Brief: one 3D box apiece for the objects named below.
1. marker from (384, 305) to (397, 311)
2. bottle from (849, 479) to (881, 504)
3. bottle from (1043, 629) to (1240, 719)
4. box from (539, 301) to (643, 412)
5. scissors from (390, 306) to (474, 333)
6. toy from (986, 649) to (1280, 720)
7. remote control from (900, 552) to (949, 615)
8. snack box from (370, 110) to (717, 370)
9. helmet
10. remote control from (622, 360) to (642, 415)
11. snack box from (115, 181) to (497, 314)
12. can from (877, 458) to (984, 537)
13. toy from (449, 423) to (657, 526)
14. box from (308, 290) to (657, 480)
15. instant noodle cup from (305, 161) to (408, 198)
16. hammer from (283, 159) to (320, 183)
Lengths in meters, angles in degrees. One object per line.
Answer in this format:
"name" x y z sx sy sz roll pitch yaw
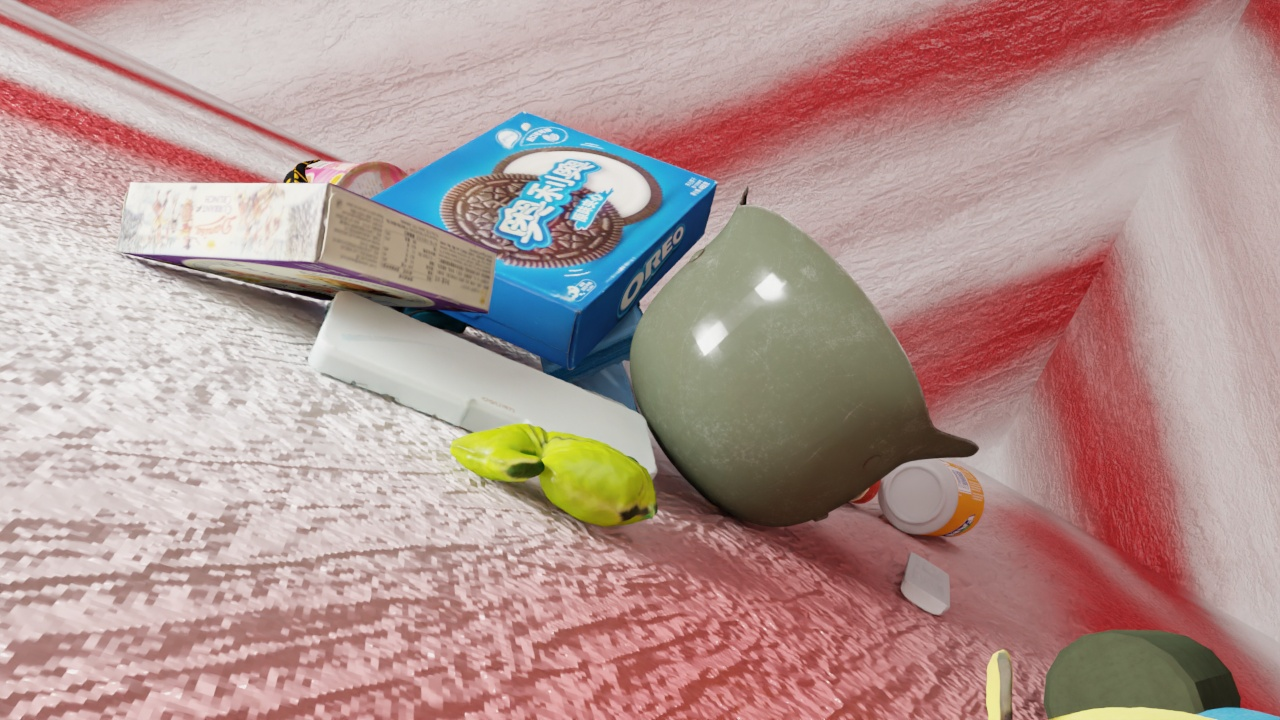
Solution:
"marker" -0.209 -0.049 0.641 0.140 0.016 0.016 29 6 19
"bottle" 0.193 0.114 0.879 0.044 0.044 0.109 31 8 34
"bottle" 0.286 0.186 0.506 0.071 0.071 0.206 32 7 40
"box" -0.042 -0.052 0.811 0.102 0.094 0.231 58 9 -43
"scissors" -0.170 -0.038 0.708 0.153 0.019 0.128 22 8 -32
"toy" 0.190 0.156 0.285 0.213 0.084 0.149 26 4 -40
"remote control" 0.206 0.161 0.665 0.033 0.012 0.130 31 7 17
"snack box" -0.075 -0.108 0.722 0.196 0.056 0.238 24 41 16
"helmet" 0.079 0.016 0.586 0.227 0.153 0.268 52 -7 14
"remote control" -0.005 0.005 0.846 0.045 0.008 0.146 22 31 -39
"snack box" -0.181 -0.062 0.518 0.148 0.040 0.143 6 -4 26
"can" 0.304 0.142 0.948 0.079 0.079 0.142 31 7 34
"toy" -0.037 0.052 0.432 0.093 0.036 0.094 22 5 17
"box" -0.090 0.013 0.538 0.197 0.049 0.136 25 5 -19
"instant noodle cup" -0.283 -0.152 0.891 0.109 0.097 0.097 23 1 43
"hammer" -0.199 -0.093 0.865 0.320 0.036 0.123 25 35 -56
